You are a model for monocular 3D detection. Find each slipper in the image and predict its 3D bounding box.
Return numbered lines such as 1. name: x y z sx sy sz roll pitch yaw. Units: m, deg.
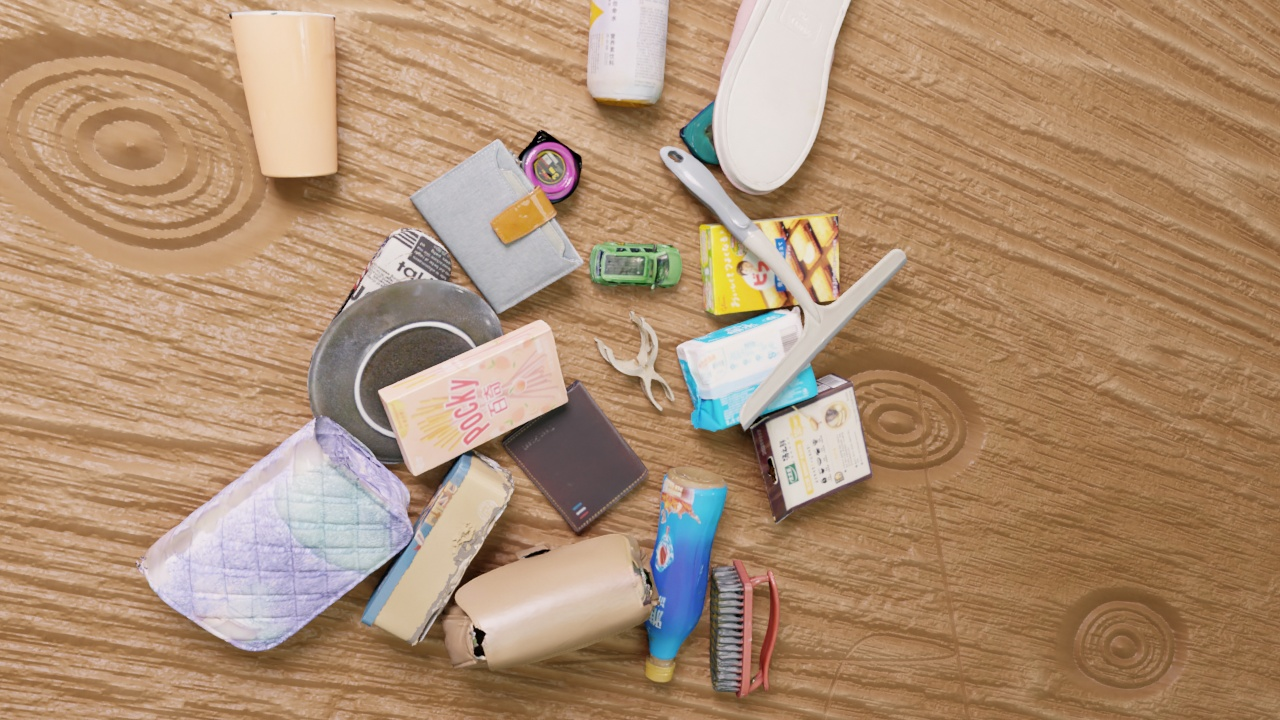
1. slipper: 0.132 -0.286 0.855 0.114 0.054 0.274 19 87 -24

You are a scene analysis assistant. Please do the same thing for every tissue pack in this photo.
1. tissue pack: 0.107 0.008 0.907 0.140 0.063 0.090 -19 103 -16

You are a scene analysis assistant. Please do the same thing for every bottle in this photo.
1. bottle: 0.038 0.220 0.929 0.065 0.065 0.219 7 99 -20
2. bottle: -0.009 -0.319 0.794 0.068 0.068 0.189 0 102 -19

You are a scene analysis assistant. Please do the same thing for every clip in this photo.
1. clip: -0.011 0.007 0.885 0.092 0.035 0.103 -15 114 -19

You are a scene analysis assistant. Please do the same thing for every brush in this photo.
1. brush: 0.110 0.290 0.971 0.069 0.063 0.146 -1 104 -5

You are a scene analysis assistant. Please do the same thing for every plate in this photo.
1. plate: -0.195 0.015 0.798 0.179 0.024 0.180 -17 123 -28

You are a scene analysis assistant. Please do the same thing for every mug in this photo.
1. mug: -0.277 -0.210 0.728 0.078 0.078 0.123 -5 108 -18

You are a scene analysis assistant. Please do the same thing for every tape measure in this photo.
1. tape measure: -0.084 -0.168 0.818 0.057 0.039 0.058 29 87 -22
2. tape measure: 0.071 -0.214 0.867 0.058 0.025 0.054 -42 110 -5

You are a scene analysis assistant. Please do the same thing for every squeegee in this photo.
1. squeegee: 0.106 -0.109 0.855 0.246 0.039 0.246 -44 97 -15

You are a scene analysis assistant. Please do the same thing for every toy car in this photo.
1. toy car: -0.002 -0.089 0.866 0.091 0.036 0.043 -2 101 -22

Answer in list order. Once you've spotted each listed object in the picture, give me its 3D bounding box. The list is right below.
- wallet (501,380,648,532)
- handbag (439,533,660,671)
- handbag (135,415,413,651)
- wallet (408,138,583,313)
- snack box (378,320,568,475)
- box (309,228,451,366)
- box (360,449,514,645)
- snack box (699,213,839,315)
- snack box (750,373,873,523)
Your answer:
1. wallet: -0.062 0.094 0.895 0.096 0.020 0.122 -39 109 -7
2. handbag: -0.083 0.220 0.850 0.204 0.148 0.099 -15 81 -17
3. handbag: -0.300 0.149 0.778 0.194 0.075 0.134 -37 124 3
4. wallet: -0.122 -0.114 0.798 0.107 0.036 0.130 -27 111 22
5. snack box: -0.143 0.032 0.810 0.157 0.026 0.084 -26 128 -21
6. box: -0.224 -0.037 0.792 0.071 0.057 0.164 29 92 -47
7. box: -0.184 0.171 0.830 0.059 0.090 0.184 34 88 -10
8. snack box: 0.129 -0.097 0.909 0.140 0.034 0.087 -7 103 -15
9. snack box: 0.171 0.090 0.952 0.125 0.053 0.113 -20 108 -13
